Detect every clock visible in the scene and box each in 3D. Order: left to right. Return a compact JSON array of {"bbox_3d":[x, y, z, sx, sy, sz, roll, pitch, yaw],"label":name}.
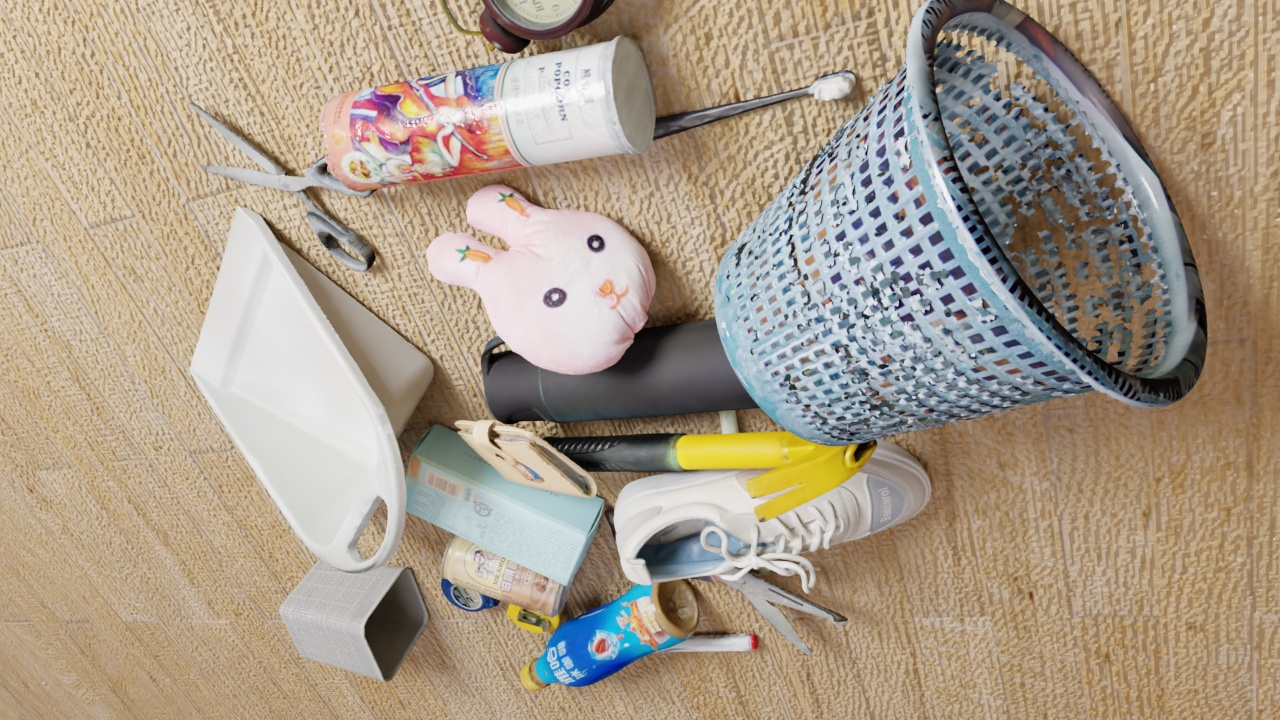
[{"bbox_3d":[-0.066,-0.230,0.544,0.122,0.055,0.082,-11,120,22],"label":"clock"}]

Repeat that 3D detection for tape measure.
[{"bbox_3d":[-0.173,0.226,0.923,0.055,0.025,0.058,-14,114,29],"label":"tape measure"},{"bbox_3d":[-0.105,0.248,0.912,0.057,0.028,0.060,22,128,3],"label":"tape measure"}]

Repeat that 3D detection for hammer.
[{"bbox_3d":[0.032,0.069,0.686,0.301,0.128,0.033,-6,113,41],"label":"hammer"}]

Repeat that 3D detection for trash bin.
[{"bbox_3d":[0.155,-0.051,0.513,0.226,0.225,0.196,43,139,-13],"label":"trash bin"}]

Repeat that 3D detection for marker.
[{"bbox_3d":[0.043,0.274,0.886,0.145,0.017,0.017,-9,120,25],"label":"marker"}]

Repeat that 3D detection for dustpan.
[{"bbox_3d":[-0.287,0.048,0.767,0.257,0.142,0.223,32,128,-6],"label":"dustpan"}]

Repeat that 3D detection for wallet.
[{"bbox_3d":[-0.096,0.077,0.730,0.115,0.024,0.087,3,142,52],"label":"wallet"}]

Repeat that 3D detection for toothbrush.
[{"bbox_3d":[0.046,-0.155,0.584,0.181,0.018,0.016,-7,126,25],"label":"toothbrush"},{"bbox_3d":[0.083,0.100,0.749,0.029,0.020,0.190,22,135,46],"label":"toothbrush"}]

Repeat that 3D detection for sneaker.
[{"bbox_3d":[0.098,0.118,0.680,0.242,0.090,0.089,-10,117,5],"label":"sneaker"}]

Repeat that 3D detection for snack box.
[{"bbox_3d":[-0.125,0.129,0.820,0.175,0.051,0.074,25,130,3],"label":"snack box"}]

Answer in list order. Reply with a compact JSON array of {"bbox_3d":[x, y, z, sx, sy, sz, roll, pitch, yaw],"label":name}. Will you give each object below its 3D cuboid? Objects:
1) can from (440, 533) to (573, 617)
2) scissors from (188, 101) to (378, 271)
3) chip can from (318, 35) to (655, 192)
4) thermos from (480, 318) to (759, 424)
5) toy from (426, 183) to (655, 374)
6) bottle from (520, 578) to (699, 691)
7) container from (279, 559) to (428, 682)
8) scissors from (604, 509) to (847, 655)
[{"bbox_3d":[-0.124,0.197,0.864,0.116,0.058,0.059,16,127,8],"label":"can"},{"bbox_3d":[-0.266,-0.135,0.700,0.160,0.014,0.180,-17,121,39],"label":"scissors"},{"bbox_3d":[-0.102,-0.157,0.600,0.215,0.071,0.071,-3,123,22],"label":"chip can"},{"bbox_3d":[-0.004,0.004,0.674,0.243,0.068,0.090,-6,142,23],"label":"thermos"},{"bbox_3d":[-0.068,-0.060,0.636,0.159,0.121,0.054,29,156,8],"label":"toy"},{"bbox_3d":[-0.039,0.269,0.879,0.065,0.065,0.219,44,125,-14],"label":"bottle"},{"bbox_3d":[-0.300,0.266,0.959,0.114,0.090,0.090,4,124,21],"label":"container"},{"bbox_3d":[0.068,0.172,0.785,0.189,0.015,0.227,-11,115,36],"label":"scissors"}]
